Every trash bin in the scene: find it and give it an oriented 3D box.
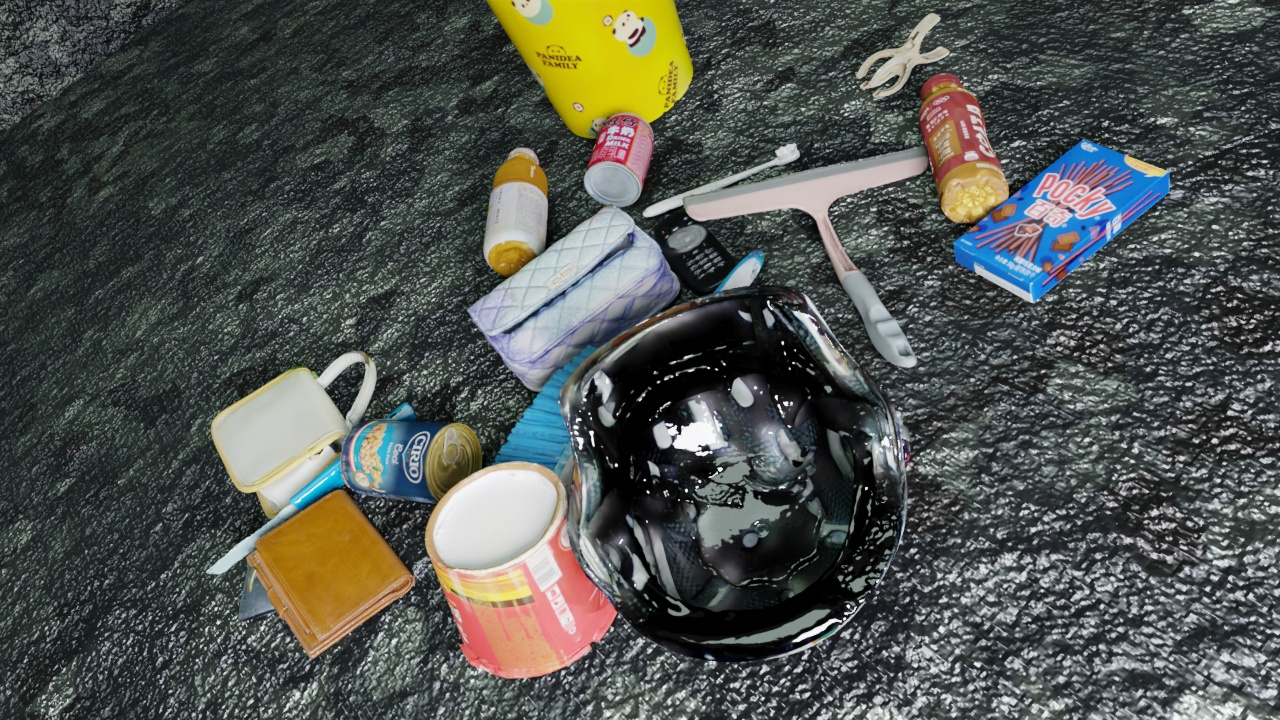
[{"bbox_3d":[-0.063,-0.426,1.106,0.230,0.255,0.229,-15,46,16],"label":"trash bin"}]

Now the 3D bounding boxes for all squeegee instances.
[{"bbox_3d":[0.188,-0.080,0.819,0.247,0.040,0.249,-12,51,-6],"label":"squeegee"}]

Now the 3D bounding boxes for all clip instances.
[{"bbox_3d":[0.282,-0.322,0.984,0.100,0.071,0.034,-37,43,3],"label":"clip"}]

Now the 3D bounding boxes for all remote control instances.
[{"bbox_3d":[0.056,-0.107,0.924,0.053,0.024,0.136,-33,43,0],"label":"remote control"}]

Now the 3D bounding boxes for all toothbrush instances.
[{"bbox_3d":[0.085,-0.193,0.991,0.180,0.016,0.016,-21,43,11],"label":"toothbrush"}]

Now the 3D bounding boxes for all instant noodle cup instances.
[{"bbox_3d":[-0.091,0.151,0.697,0.138,0.109,0.137,-11,38,8],"label":"instant noodle cup"}]

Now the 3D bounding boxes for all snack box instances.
[{"bbox_3d":[0.353,-0.120,0.773,0.157,0.026,0.084,-38,44,-7],"label":"snack box"}]

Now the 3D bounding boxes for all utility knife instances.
[{"bbox_3d":[-0.314,0.126,0.888,0.018,0.034,0.237,35,64,30],"label":"utility knife"}]

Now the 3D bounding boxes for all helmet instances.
[{"bbox_3d":[0.070,0.091,0.648,0.230,0.157,0.273,-26,55,4],"label":"helmet"}]

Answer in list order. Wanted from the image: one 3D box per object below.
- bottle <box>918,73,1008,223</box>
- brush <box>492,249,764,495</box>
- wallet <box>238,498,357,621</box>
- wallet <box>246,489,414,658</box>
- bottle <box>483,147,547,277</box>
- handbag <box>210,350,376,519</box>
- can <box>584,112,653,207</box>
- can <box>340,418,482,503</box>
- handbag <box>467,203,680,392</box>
[{"bbox_3d":[0.295,-0.204,0.856,0.057,0.057,0.174,-13,47,18],"label":"bottle"},{"bbox_3d":[-0.005,0.005,0.827,0.110,0.060,0.313,16,59,35],"label":"brush"},{"bbox_3d":[-0.326,0.190,0.874,0.121,0.019,0.097,-20,46,14],"label":"wallet"},{"bbox_3d":[-0.284,0.188,0.815,0.118,0.035,0.131,-37,53,-20],"label":"wallet"},{"bbox_3d":[-0.141,-0.177,1.062,0.068,0.068,0.189,-16,46,15],"label":"bottle"},{"bbox_3d":[-0.345,0.067,0.963,0.178,0.063,0.163,-38,43,-14],"label":"handbag"},{"bbox_3d":[-0.022,-0.230,1.046,0.067,0.066,0.093,-5,50,25],"label":"can"},{"bbox_3d":[-0.215,0.093,0.857,0.111,0.075,0.075,1,52,29],"label":"can"},{"bbox_3d":[-0.067,-0.067,0.919,0.193,0.075,0.134,-38,44,-8],"label":"handbag"}]
